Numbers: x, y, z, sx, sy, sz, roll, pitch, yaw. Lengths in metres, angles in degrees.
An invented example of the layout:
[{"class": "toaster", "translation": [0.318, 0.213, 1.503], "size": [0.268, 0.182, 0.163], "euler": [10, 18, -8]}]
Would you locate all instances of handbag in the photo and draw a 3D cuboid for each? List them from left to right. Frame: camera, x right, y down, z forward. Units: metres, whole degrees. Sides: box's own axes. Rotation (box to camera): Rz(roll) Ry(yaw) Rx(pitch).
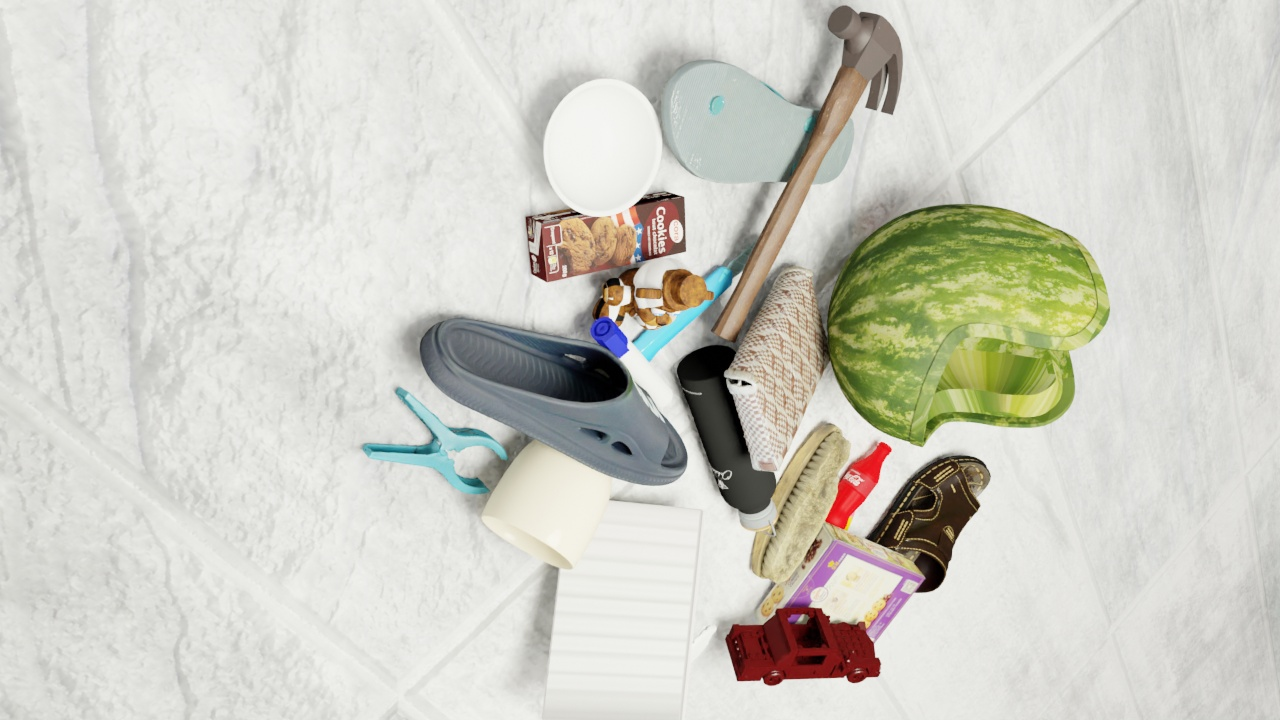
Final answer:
[{"class": "handbag", "translation": [0.137, 0.005, 0.907], "size": [0.185, 0.047, 0.124], "euler": [-56, 136, -40]}]

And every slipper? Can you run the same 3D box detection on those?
[{"class": "slipper", "translation": [-0.054, 0.019, 0.783], "size": [0.268, 0.110, 0.083], "euler": [25, 120, -31]}, {"class": "slipper", "translation": [0.102, -0.208, 0.847], "size": [0.268, 0.055, 0.098], "euler": [2, 110, -45]}, {"class": "slipper", "translation": [0.354, 0.225, 1.151], "size": [0.267, 0.076, 0.113], "euler": [-43, 126, -12]}]

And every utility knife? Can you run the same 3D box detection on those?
[{"class": "utility knife", "translation": [0.053, -0.054, 0.888], "size": [0.205, 0.015, 0.031], "euler": [-40, 128, -9]}]

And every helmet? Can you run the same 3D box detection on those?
[{"class": "helmet", "translation": [0.310, -0.041, 0.922], "size": [0.247, 0.242, 0.213], "euler": [-14, 150, 6]}]

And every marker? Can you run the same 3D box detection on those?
[{"class": "marker", "translation": [-0.005, 0.005, 0.846], "size": [0.023, 0.027, 0.133], "euler": [-39, 141, 1]}]

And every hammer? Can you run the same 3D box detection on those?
[{"class": "hammer", "translation": [0.151, -0.166, 0.860], "size": [0.115, 0.033, 0.323], "euler": [19, 100, -48]}]

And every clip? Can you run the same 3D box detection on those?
[{"class": "clip", "translation": [-0.178, 0.088, 0.789], "size": [0.127, 0.028, 0.114], "euler": [19, 99, -36]}]

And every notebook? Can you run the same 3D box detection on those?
[{"class": "notebook", "translation": [-0.014, 0.245, 0.896], "size": [0.142, 0.009, 0.209], "euler": [8, 84, -17]}]

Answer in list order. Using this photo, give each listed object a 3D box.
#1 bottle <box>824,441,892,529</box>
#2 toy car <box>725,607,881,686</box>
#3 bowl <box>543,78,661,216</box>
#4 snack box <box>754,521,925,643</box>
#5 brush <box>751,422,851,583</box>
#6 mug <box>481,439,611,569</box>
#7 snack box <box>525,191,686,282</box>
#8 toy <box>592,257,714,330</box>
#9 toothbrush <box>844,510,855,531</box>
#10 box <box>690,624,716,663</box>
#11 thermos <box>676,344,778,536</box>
[{"class": "bottle", "translation": [0.256, 0.147, 1.083], "size": [0.119, 0.036, 0.036], "euler": [-52, 126, -6]}, {"class": "toy car", "translation": [0.186, 0.317, 1.021], "size": [0.169, 0.070, 0.062], "euler": [3, 127, -15]}, {"class": "bowl", "translation": [-0.040, -0.179, 0.765], "size": [0.109, 0.040, 0.110], "euler": [-12, 114, -29]}, {"class": "snack box", "translation": [0.234, 0.276, 1.078], "size": [0.148, 0.040, 0.143], "euler": [26, 107, -23]}, {"class": "brush", "translation": [0.182, 0.163, 1.037], "size": [0.059, 0.043, 0.195], "euler": [21, 97, -37]}, {"class": "mug", "translation": [-0.077, 0.124, 0.829], "size": [0.099, 0.096, 0.120], "euler": [-61, 173, -22]}, {"class": "snack box", "translation": [-0.028, -0.110, 0.804], "size": [0.140, 0.032, 0.051], "euler": [-16, 116, -27]}, {"class": "toy", "translation": [0.014, -0.057, 0.807], "size": [0.087, 0.113, 0.067], "euler": [-1, 97, -32]}, {"class": "toothbrush", "translation": [0.239, 0.227, 1.118], "size": [0.021, 0.016, 0.135], "euler": [8, 101, -33]}, {"class": "box", "translation": [-0.001, 0.301, 0.948], "size": [0.165, 0.092, 0.083], "euler": [-26, 140, -24]}, {"class": "thermos", "translation": [0.100, 0.095, 0.947], "size": [0.061, 0.061, 0.231], "euler": [-33, 122, -19]}]
